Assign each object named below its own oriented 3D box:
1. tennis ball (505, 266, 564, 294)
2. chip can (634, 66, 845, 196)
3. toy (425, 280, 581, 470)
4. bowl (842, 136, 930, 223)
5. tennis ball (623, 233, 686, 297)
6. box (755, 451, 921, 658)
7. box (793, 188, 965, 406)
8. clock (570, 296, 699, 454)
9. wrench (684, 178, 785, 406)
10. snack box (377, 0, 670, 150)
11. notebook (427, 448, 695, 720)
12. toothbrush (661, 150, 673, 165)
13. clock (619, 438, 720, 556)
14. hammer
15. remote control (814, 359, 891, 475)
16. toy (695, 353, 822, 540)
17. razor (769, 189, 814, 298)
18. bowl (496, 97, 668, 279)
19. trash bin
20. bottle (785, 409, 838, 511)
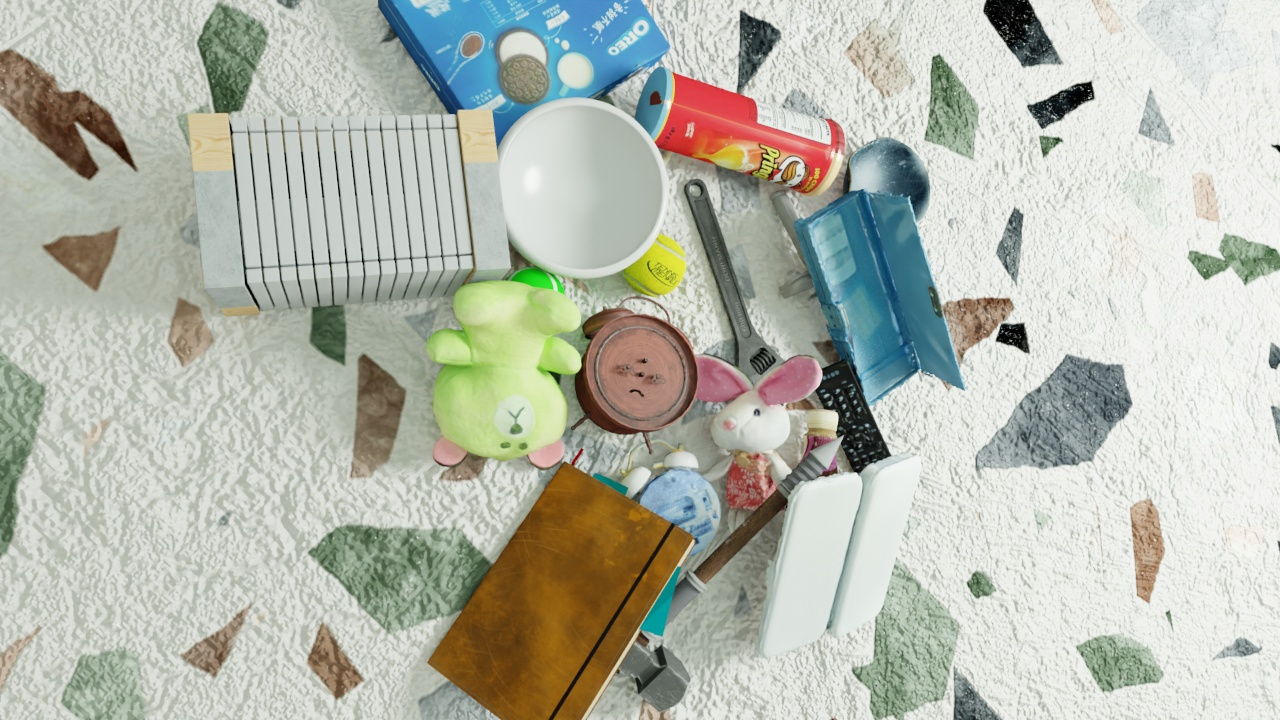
[{"bbox_3d":[-0.108,-0.061,0.915,0.065,0.065,0.065,2,83,-17],"label":"tennis ball"},{"bbox_3d":[0.106,-0.242,0.981,0.213,0.087,0.087,11,80,-22],"label":"chip can"},{"bbox_3d":[-0.130,0.011,0.866,0.150,0.197,0.107,1,39,-25],"label":"toy"},{"bbox_3d":[0.274,-0.196,1.056,0.110,0.055,0.110,2,84,-18],"label":"bowl"},{"bbox_3d":[0.015,-0.100,0.958,0.065,0.065,0.065,2,83,-17],"label":"tennis ball"},{"bbox_3d":[0.204,0.198,0.932,0.191,0.045,0.210,-6,116,-36],"label":"box"},{"bbox_3d":[0.259,-0.058,0.973,0.094,0.112,0.231,-30,112,-18],"label":"box"},{"bbox_3d":[-0.005,0.005,0.930,0.120,0.072,0.157,19,70,-15],"label":"clock"},{"bbox_3d":[0.100,-0.070,1.008,0.073,0.018,0.273,-18,88,-18],"label":"wrench"},{"bbox_3d":[-0.116,-0.346,0.950,0.238,0.056,0.195,-35,95,-19],"label":"snack box"},{"bbox_3d":[-0.064,0.225,0.869,0.178,0.014,0.249,26,73,26],"label":"notebook"},{"bbox_3d":[0.014,-0.201,0.995,0.022,0.016,0.154,28,75,11],"label":"toothbrush"},{"bbox_3d":[0.028,0.142,0.943,0.088,0.052,0.125,-20,90,-18],"label":"clock"},{"bbox_3d":[0.082,0.189,0.898,0.156,0.043,0.322,44,94,-13],"label":"hammer"},{"bbox_3d":[0.239,0.072,1.022,0.047,0.022,0.150,-23,99,17],"label":"remote control"},{"bbox_3d":[0.112,0.087,0.954,0.084,0.159,0.194,-4,97,-57],"label":"toy"},{"bbox_3d":[0.178,-0.138,1.030,0.088,0.047,0.116,-22,83,-19],"label":"razor"},{"bbox_3d":[-0.064,-0.167,0.919,0.176,0.066,0.176,0,89,-15],"label":"bowl"},{"bbox_3d":[-0.260,-0.131,0.834,0.246,0.143,0.142,-6,86,-18],"label":"trash bin"},{"bbox_3d":[0.189,0.136,0.989,0.059,0.060,0.166,10,81,-16],"label":"bottle"}]
